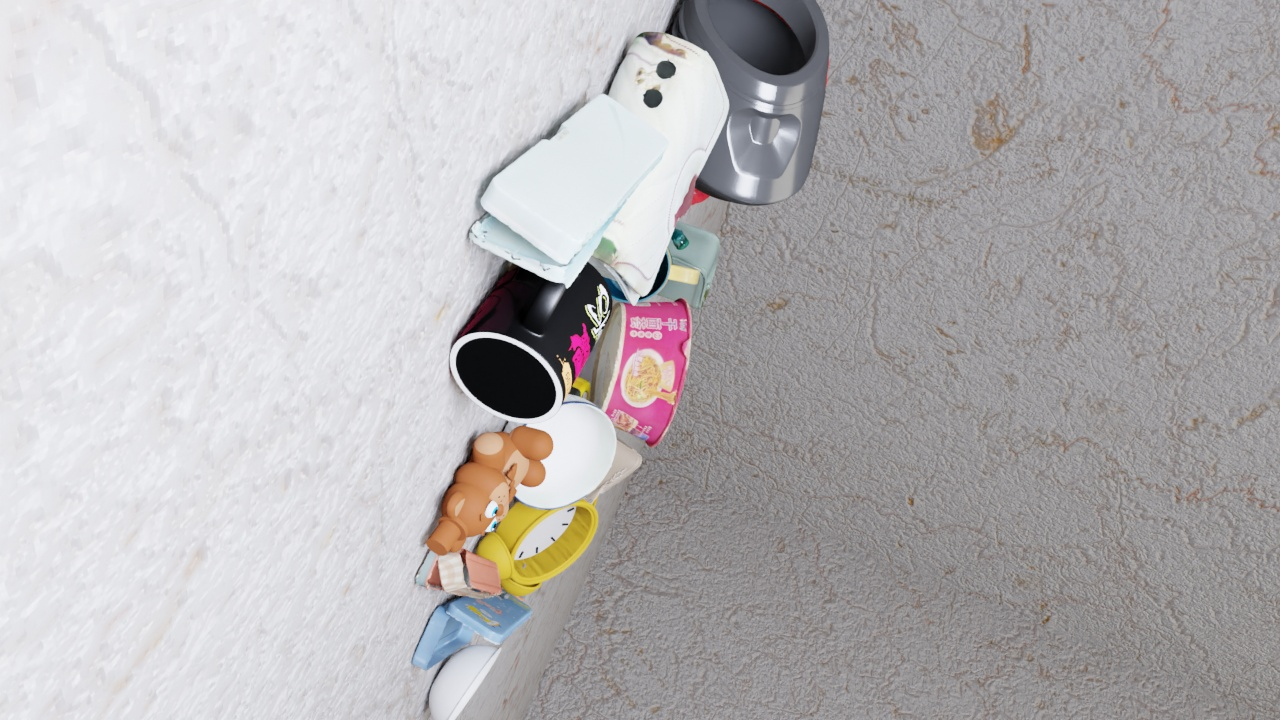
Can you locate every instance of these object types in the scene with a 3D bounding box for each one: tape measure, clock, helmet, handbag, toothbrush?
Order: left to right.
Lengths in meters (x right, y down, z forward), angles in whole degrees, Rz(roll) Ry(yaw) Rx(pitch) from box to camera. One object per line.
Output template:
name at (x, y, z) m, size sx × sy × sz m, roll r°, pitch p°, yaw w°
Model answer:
clock at (-0.113, 0.195, 0.984) m, size 0.151 × 0.052 × 0.113 m, roll -41°, pitch 145°, yaw -9°
handbag at (-0.108, 0.150, 1.028) m, size 0.198 × 0.062 × 0.175 m, roll -53°, pitch 150°, yaw -2°
tape measure at (-0.086, 0.050, 1.074) m, size 0.064 × 0.037 × 0.066 m, roll -58°, pitch 163°, yaw -52°
handbag at (-0.001, -0.157, 0.777) m, size 0.142 × 0.096 × 0.198 m, roll 74°, pitch 40°, yaw -80°
toothbrush at (0.026, -0.171, 1.075) m, size 0.016 × 0.017 × 0.189 m, roll -34°, pitch -150°, yaw 6°
handbag at (0.031, -0.124, 1.140) m, size 0.106 × 0.122 × 0.067 m, roll 97°, pitch 13°, yaw -60°
helmet at (0.097, -0.264, 0.932) m, size 0.170 × 0.164 × 0.264 m, roll 118°, pitch -29°, yaw -56°

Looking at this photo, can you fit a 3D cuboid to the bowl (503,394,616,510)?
bowl at (-0.089, 0.080, 0.898) m, size 0.062 × 0.118 × 0.118 m, roll 40°, pitch -65°, yaw 51°

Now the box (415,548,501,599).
box at (-0.171, 0.192, 0.841) m, size 0.188 × 0.062 × 0.058 m, roll 89°, pitch -3°, yaw -72°

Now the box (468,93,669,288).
box at (-0.038, -0.121, 0.615) m, size 0.198 × 0.083 × 0.066 m, roll -62°, pitch 163°, yaw -54°

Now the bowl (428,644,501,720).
bowl at (-0.206, 0.361, 1.036) m, size 0.109 × 0.040 × 0.110 m, roll -56°, pitch 173°, yaw -11°

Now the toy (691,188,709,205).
toy at (0.018, -0.216, 1.047) m, size 0.094 × 0.088 × 0.132 m, roll -36°, pitch -148°, yaw 26°

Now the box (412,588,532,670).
box at (-0.174, 0.287, 0.965) m, size 0.074 × 0.078 × 0.209 m, roll -63°, pitch 174°, yaw -6°

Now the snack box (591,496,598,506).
snack box at (-0.103, 0.182, 1.192) m, size 0.105 × 0.083 × 0.061 m, roll -52°, pitch 163°, yaw -76°

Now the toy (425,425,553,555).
toy at (-0.126, 0.109, 0.757) m, size 0.095 × 0.065 × 0.127 m, roll 98°, pitch 18°, yaw -44°

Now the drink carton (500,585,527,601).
drink carton at (-0.150, 0.241, 1.130) m, size 0.125 × 0.048 × 0.076 m, roll 104°, pitch 9°, yaw -57°

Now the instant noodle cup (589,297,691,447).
instant noodle cup at (-0.006, 0.006, 1.061) m, size 0.179 × 0.077 × 0.178 m, roll -169°, pitch -89°, yaw -77°

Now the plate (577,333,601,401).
plate at (-0.051, -0.008, 1.218) m, size 0.174 × 0.036 × 0.174 m, roll 24°, pitch 87°, yaw -85°

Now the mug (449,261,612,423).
mug at (-0.067, -0.030, 0.630) m, size 0.118 × 0.082 × 0.098 m, roll -57°, pitch -175°, yaw 46°

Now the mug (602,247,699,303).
mug at (0.010, -0.103, 1.026) m, size 0.107 × 0.113 × 0.083 m, roll -42°, pitch 144°, yaw -83°
